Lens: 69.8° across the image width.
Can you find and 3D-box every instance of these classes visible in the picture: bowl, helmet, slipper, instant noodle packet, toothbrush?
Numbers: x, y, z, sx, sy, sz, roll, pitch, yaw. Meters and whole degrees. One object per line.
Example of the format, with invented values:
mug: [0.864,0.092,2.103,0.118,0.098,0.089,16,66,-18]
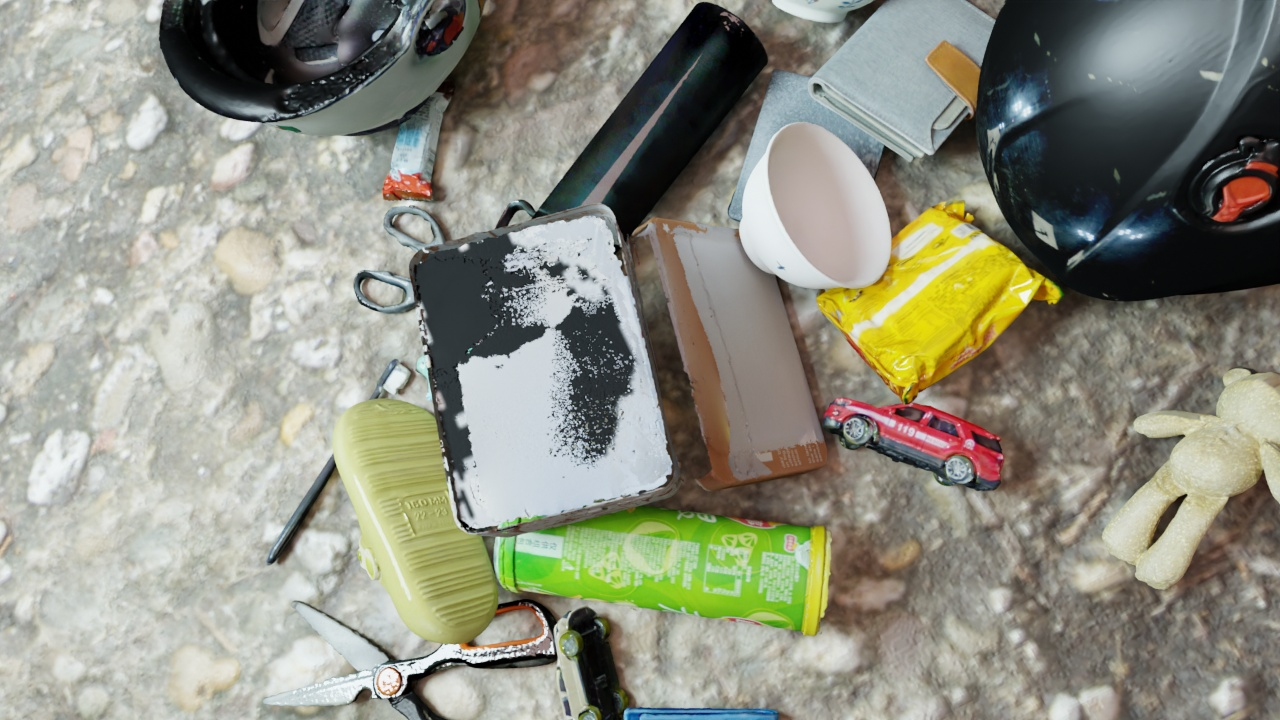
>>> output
bowl: [0.106,-0.093,0.623,0.065,0.118,0.118,-27,73,48]
helmet: [0.309,-0.156,0.523,0.231,0.274,0.233,-18,53,31]
bowl: [0.130,-0.284,0.663,0.113,0.113,0.062,23,126,12]
helmet: [-0.209,-0.279,0.678,0.230,0.157,0.274,17,86,16]
slipper: [-0.167,0.116,0.638,0.082,0.091,0.190,-45,60,30]
instant noodle packet: [0.197,-0.042,0.619,0.128,0.044,0.110,-36,52,0]
toothbrush: [-0.229,0.078,0.693,0.018,0.015,0.181,33,86,4]

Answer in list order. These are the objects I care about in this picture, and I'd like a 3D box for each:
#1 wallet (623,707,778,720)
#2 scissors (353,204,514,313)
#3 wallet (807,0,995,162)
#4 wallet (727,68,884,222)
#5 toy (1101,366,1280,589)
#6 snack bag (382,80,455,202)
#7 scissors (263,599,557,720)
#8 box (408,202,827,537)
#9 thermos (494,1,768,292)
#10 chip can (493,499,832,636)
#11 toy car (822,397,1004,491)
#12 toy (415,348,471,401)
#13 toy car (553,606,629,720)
wallet: [0.039,0.297,0.601,0.106,0.040,0.133,0,80,0]
scissors: [-0.142,-0.055,0.705,0.166,0.014,0.163,-23,80,3]
wallet: [0.199,-0.210,0.650,0.106,0.037,0.129,38,72,14]
wallet: [0.126,-0.148,0.675,0.097,0.019,0.120,17,85,13]
toy: [0.360,0.074,0.581,0.157,0.066,0.105,-51,35,2]
snack bag: [-0.175,-0.174,0.721,0.045,0.026,0.105,6,80,18]
scissors: [-0.154,0.229,0.655,0.225,0.022,0.221,-40,72,-1]
box: [-0.001,0.001,0.577,0.272,0.130,0.179,-8,77,-23]
thermos: [-0.016,-0.150,0.669,0.090,0.068,0.242,38,87,18]
chip can: [0.013,0.133,0.616,0.221,0.072,0.072,6,81,10]
toy car: [0.182,0.052,0.614,0.120,0.053,0.045,19,82,9]
toy: [-0.123,0.010,0.681,0.092,0.030,0.096,-15,85,14]
toy car: [-0.038,0.214,0.624,0.035,0.042,0.090,-16,84,28]
